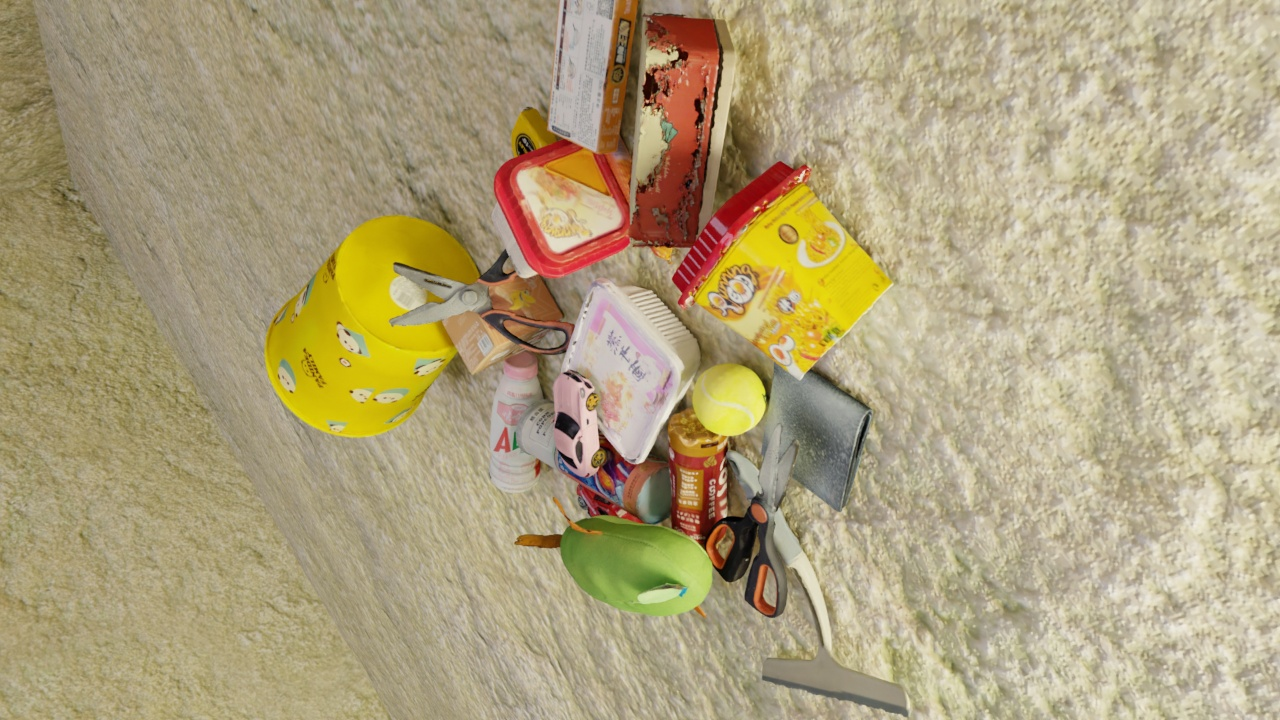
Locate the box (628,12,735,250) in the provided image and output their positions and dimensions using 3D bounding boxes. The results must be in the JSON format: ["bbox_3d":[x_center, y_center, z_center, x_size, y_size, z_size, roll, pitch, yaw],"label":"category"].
[{"bbox_3d":[0.019,-0.173,0.712,0.091,0.080,0.169,-92,6,-51],"label":"box"}]

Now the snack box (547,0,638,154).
[{"bbox_3d":[-0.042,-0.263,0.790,0.075,0.026,0.154,33,126,37],"label":"snack box"}]

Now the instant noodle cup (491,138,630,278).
[{"bbox_3d":[-0.084,-0.137,0.884,0.116,0.116,0.124,65,157,-3],"label":"instant noodle cup"}]

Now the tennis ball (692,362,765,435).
[{"bbox_3d":[0.079,0.034,0.817,0.065,0.065,0.066,31,135,38],"label":"tennis ball"}]

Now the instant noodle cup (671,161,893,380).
[{"bbox_3d":[0.108,-0.063,0.684,0.123,0.115,0.116,44,143,7],"label":"instant noodle cup"}]

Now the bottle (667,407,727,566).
[{"bbox_3d":[0.058,0.133,0.916,0.057,0.057,0.175,28,133,40],"label":"bottle"}]

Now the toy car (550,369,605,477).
[{"bbox_3d":[-0.069,0.068,0.954,0.056,0.037,0.122,26,130,40],"label":"toy car"}]

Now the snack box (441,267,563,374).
[{"bbox_3d":[-0.159,-0.049,1.046,0.077,0.094,0.093,60,146,5],"label":"snack box"}]

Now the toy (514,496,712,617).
[{"bbox_3d":[-0.014,0.207,0.937,0.227,0.089,0.247,37,156,-26],"label":"toy"}]

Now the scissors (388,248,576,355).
[{"bbox_3d":[-0.158,-0.067,0.972,0.189,0.227,0.015,54,-172,3],"label":"scissors"}]

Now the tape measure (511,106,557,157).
[{"bbox_3d":[-0.103,-0.215,0.920,0.060,0.028,0.057,56,144,10],"label":"tape measure"}]

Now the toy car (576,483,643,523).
[{"bbox_3d":[-0.024,0.180,1.063,0.120,0.052,0.045,51,143,12],"label":"toy car"}]

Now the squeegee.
[{"bbox_3d":[0.142,0.194,0.866,0.246,0.039,0.247,68,156,3],"label":"squeegee"}]

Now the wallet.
[{"bbox_3d":[0.147,0.062,0.790,0.097,0.019,0.121,37,140,35],"label":"wallet"}]

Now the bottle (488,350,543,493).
[{"bbox_3d":[-0.155,0.077,1.152,0.068,0.068,0.197,37,135,33],"label":"bottle"}]

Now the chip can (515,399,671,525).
[{"bbox_3d":[-0.049,0.111,1.031,0.215,0.071,0.071,24,130,42],"label":"chip can"}]

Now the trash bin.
[{"bbox_3d":[-0.336,-0.047,1.183,0.256,0.228,0.229,-33,85,50],"label":"trash bin"}]

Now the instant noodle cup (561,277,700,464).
[{"bbox_3d":[-0.005,0.005,0.913,0.138,0.060,0.174,49,142,20],"label":"instant noodle cup"}]

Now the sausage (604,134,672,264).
[{"bbox_3d":[-0.009,-0.162,0.839,0.022,0.021,0.165,-24,92,56],"label":"sausage"}]

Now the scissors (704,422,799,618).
[{"bbox_3d":[0.119,0.150,0.817,0.160,0.021,0.235,57,147,12],"label":"scissors"}]
